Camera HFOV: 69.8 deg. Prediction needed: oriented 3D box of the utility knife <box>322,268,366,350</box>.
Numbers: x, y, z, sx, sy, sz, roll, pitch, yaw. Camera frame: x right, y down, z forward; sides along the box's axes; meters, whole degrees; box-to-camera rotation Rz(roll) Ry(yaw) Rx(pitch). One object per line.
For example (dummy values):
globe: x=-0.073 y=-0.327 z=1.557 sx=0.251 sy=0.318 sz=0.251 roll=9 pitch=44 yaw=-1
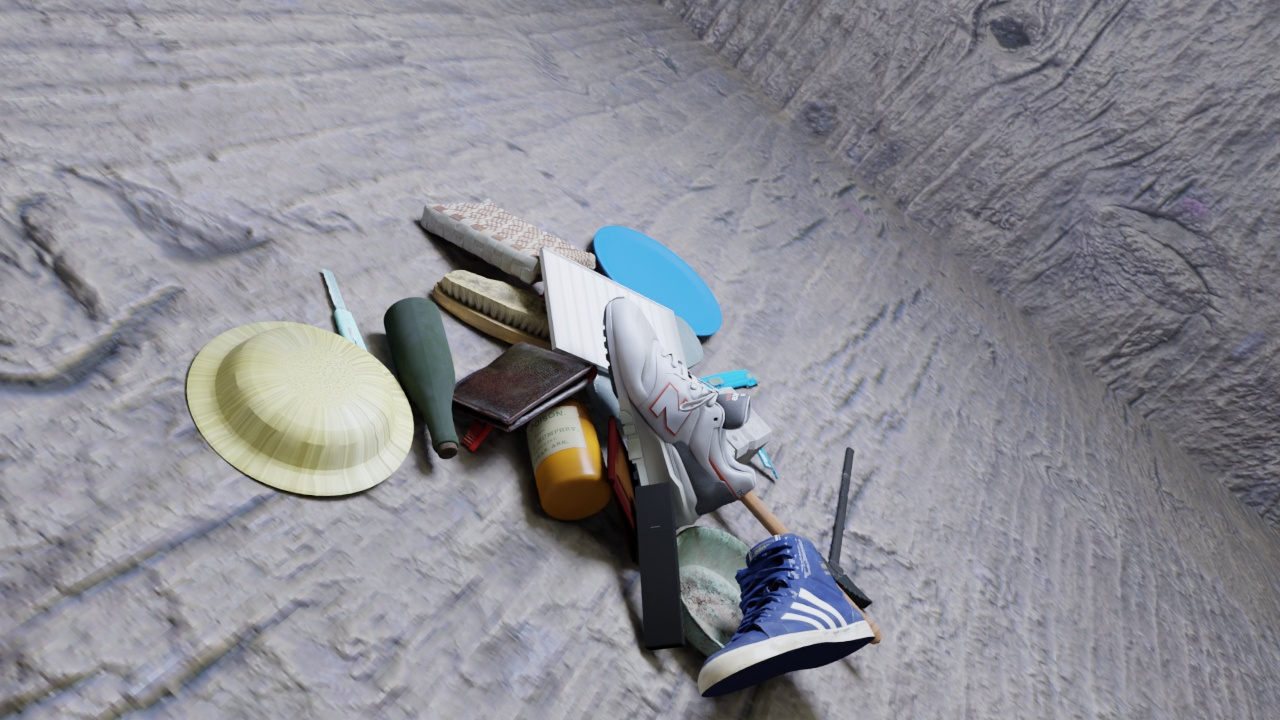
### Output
utility knife: x=-0.279 y=-0.031 z=0.871 sx=0.022 sy=0.015 sz=0.166 roll=2 pitch=42 yaw=-39

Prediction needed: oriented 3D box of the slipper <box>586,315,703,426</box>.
slipper: x=-0.006 y=0.006 z=1.077 sx=0.098 sy=0.055 sz=0.268 roll=56 pitch=32 yaw=-3

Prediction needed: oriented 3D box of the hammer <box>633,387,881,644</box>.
hammer: x=0.145 y=0.180 z=0.996 sx=0.317 sy=0.083 sz=0.162 roll=48 pitch=29 yaw=14

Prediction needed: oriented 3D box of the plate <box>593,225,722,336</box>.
plate: x=0.021 y=-0.110 z=1.325 sx=0.224 sy=0.024 sz=0.223 roll=29 pitch=30 yaw=-19

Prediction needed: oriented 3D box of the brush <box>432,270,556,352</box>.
brush: x=-0.135 y=-0.049 z=1.020 sx=0.195 sy=0.043 sz=0.059 roll=23 pitch=29 yaw=-15

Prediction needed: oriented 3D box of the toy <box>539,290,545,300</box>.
toy: x=-0.062 y=-0.057 z=1.115 sx=0.137 sy=0.067 sz=0.105 roll=28 pitch=34 yaw=-33

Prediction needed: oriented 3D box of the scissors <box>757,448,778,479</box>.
scissors: x=0.136 y=0.089 z=1.136 sx=0.140 sy=0.011 sz=0.134 roll=58 pitch=8 yaw=-28

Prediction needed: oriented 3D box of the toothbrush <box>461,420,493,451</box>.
toothbrush: x=-0.136 y=0.034 z=0.946 sx=0.018 sy=0.012 sz=0.212 roll=38 pitch=28 yaw=-4

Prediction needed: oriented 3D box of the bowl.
bowl: x=0.081 y=0.236 z=0.889 sx=0.157 sy=0.039 sz=0.157 roll=29 pitch=30 yaw=-19

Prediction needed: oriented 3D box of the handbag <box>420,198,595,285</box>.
handbag: x=-0.157 y=-0.139 z=1.096 sx=0.186 sy=0.047 sz=0.123 roll=29 pitch=22 yaw=24

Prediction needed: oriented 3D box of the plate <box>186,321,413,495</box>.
plate: x=-0.270 y=0.024 z=0.757 sx=0.184 sy=0.036 sz=0.184 roll=24 pitch=36 yaw=-20

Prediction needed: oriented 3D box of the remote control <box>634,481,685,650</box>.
remote control: x=0.017 y=0.185 z=0.837 sx=0.013 sy=0.034 sz=0.149 roll=55 pitch=27 yaw=-60

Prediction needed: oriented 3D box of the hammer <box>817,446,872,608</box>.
hammer: x=0.267 y=0.197 z=1.192 sx=0.095 sy=0.015 sz=0.324 roll=39 pitch=28 yaw=-2

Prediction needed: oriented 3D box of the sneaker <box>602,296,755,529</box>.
sneaker: x=0.046 y=0.045 z=0.905 sx=0.088 sy=0.124 sz=0.239 roll=-11 pitch=89 yaw=-78

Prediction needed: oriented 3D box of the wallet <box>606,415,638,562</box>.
wallet: x=-0.013 y=0.124 z=0.883 sx=0.091 sy=0.018 sz=0.116 roll=-90 pitch=166 yaw=-54

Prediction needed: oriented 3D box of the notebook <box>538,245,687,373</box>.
notebook: x=-0.024 y=-0.036 z=1.036 sx=0.209 sy=0.009 sz=0.142 roll=24 pitch=42 yaw=-39

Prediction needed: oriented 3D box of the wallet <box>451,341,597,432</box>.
wallet: x=-0.117 y=0.025 z=0.887 sx=0.099 sy=0.031 sz=0.119 roll=16 pitch=36 yaw=37

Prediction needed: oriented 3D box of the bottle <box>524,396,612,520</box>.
bottle: x=-0.077 y=0.076 z=0.898 sx=0.067 sy=0.068 sz=0.156 roll=19 pitch=35 yaw=-34

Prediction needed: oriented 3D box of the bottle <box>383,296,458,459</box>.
bottle: x=-0.197 y=0.019 z=0.852 sx=0.055 sy=0.055 sz=0.174 roll=13 pitch=39 yaw=-40

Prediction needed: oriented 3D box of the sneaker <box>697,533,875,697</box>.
sneaker: x=0.113 y=0.213 z=0.817 sx=0.232 sy=0.092 sz=0.118 roll=7 pitch=47 yaw=-46

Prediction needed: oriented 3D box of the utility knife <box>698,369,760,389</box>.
utility knife: x=0.102 y=0.032 z=1.231 sx=0.031 sy=0.015 sz=0.221 roll=46 pitch=30 yaw=21
